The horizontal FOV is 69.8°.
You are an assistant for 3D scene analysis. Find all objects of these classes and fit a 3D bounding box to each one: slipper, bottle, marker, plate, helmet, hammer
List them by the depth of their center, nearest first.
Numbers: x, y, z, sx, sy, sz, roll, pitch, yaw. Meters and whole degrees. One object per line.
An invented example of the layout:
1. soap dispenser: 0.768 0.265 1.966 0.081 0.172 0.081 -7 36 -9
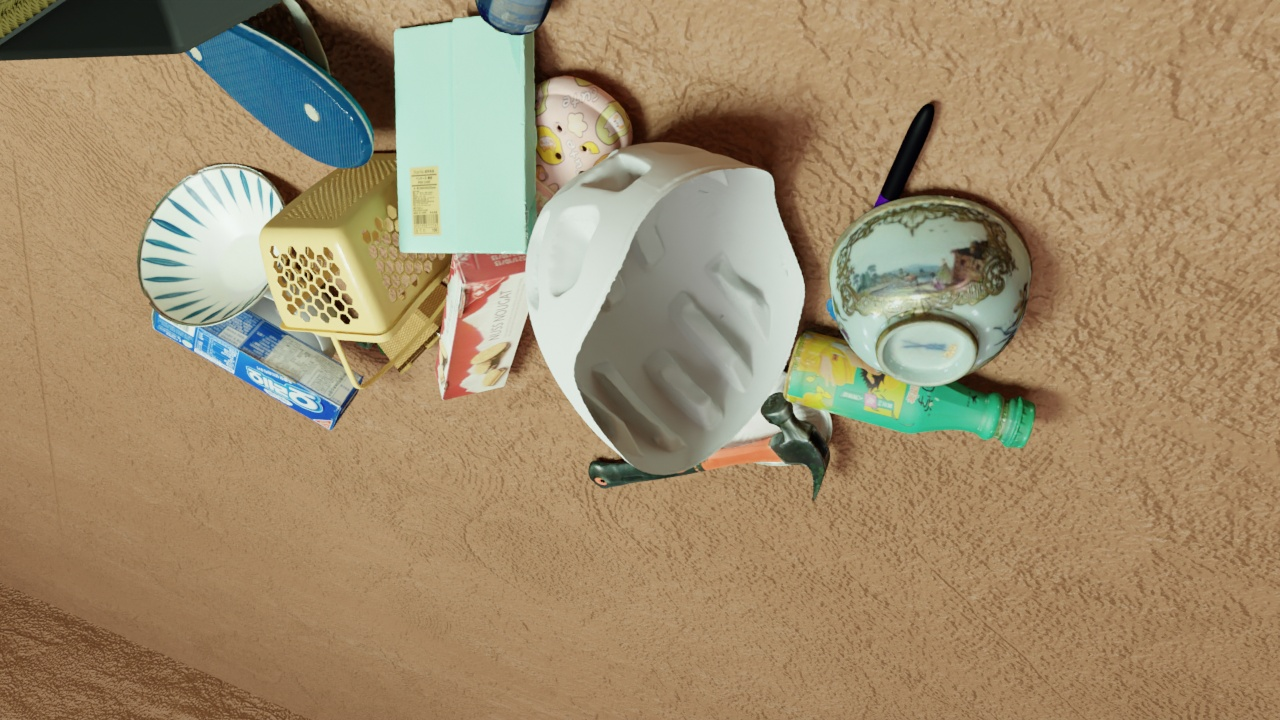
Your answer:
1. bottle: -0.071 -0.300 0.626 0.056 0.056 0.161 29 140 -4
2. marker: 0.196 -0.136 0.696 0.018 0.015 0.134 36 143 19
3. helmet: 0.027 -0.038 0.742 0.282 0.224 0.184 54 168 -32
4. slipper: -0.088 -0.154 0.776 0.093 0.081 0.198 38 141 -13
5. slipper: -0.333 -0.271 0.797 0.295 0.060 0.118 39 146 5
6. bottle: 0.236 0.030 0.815 0.210 0.067 0.068 15 139 12
7. plate: 0.119 0.053 0.942 0.157 0.014 0.157 15 139 13
8. hammer: 0.059 0.111 1.008 0.334 0.033 0.133 -14 129 44

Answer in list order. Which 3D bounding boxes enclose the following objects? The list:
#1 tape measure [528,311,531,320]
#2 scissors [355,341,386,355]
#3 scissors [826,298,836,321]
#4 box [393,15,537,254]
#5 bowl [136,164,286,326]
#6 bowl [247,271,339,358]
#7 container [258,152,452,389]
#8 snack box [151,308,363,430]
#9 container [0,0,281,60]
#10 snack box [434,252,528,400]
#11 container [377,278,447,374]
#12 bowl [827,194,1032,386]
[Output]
1. tape measure: -0.078 -0.047 0.901 0.020 0.060 0.062 -26 115 43
2. scissors: -0.319 -0.055 1.057 0.070 0.014 0.131 13 140 15
3. scissors: 0.219 -0.051 0.783 0.133 0.015 0.104 20 137 -1
4. box: -0.146 -0.179 0.743 0.136 0.033 0.186 2 97 21
5. bowl: -0.432 -0.111 0.969 0.177 0.177 0.071 11 169 17
6. bowl: -0.406 -0.052 1.063 0.132 0.064 0.132 15 139 13
7. container: -0.241 -0.085 0.851 0.129 0.182 0.167 4 129 23
8. snack box: -0.425 -0.009 1.023 0.226 0.059 0.059 31 136 -7
9. container: -0.319 -0.344 0.592 0.322 0.176 0.205 -8 104 33
10. snack box: -0.155 -0.031 0.901 0.076 0.044 0.274 -14 161 -22
11. container: -0.243 -0.042 0.995 0.061 0.063 0.114 45 137 -11
12. bowl: 0.223 -0.037 0.714 0.160 0.093 0.160 9 139 8
